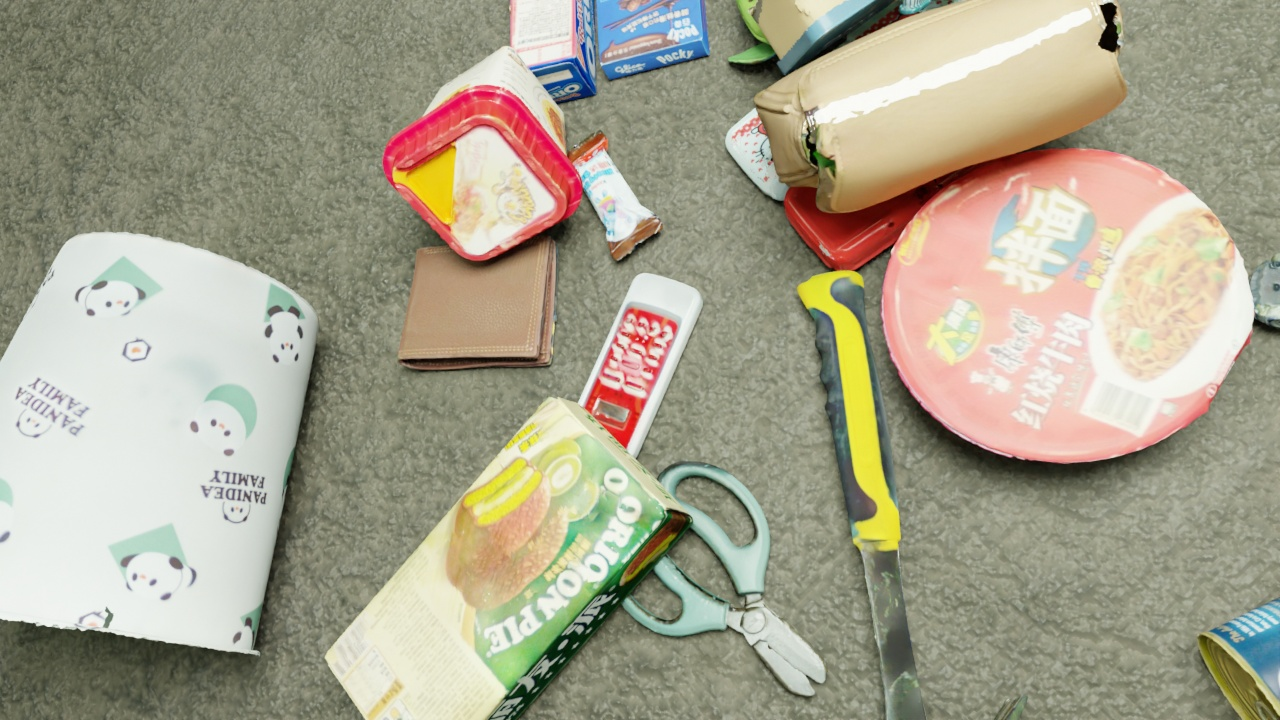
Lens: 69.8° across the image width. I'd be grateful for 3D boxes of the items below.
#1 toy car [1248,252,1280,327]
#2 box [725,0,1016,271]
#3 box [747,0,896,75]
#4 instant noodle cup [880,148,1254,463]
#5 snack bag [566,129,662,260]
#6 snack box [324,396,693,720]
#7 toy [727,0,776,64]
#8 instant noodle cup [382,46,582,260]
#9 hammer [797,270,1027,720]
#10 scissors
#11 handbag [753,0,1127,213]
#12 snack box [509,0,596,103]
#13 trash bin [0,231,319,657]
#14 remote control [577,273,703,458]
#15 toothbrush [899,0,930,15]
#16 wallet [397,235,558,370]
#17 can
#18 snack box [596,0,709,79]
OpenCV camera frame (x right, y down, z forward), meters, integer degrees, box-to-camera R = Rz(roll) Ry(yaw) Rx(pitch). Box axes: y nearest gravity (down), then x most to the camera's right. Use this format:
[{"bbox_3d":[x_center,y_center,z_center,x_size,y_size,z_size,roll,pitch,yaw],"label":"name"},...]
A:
[{"bbox_3d":[0.397,-0.035,0.521,0.091,0.034,0.043,8,79,23],"label":"toy car"},{"bbox_3d":[0.174,-0.170,0.637,0.201,0.038,0.157,-37,65,6],"label":"box"},{"bbox_3d":[0.148,-0.255,0.582,0.184,0.090,0.059,-37,94,-3],"label":"box"},{"bbox_3d":[0.247,-0.027,0.552,0.194,0.066,0.193,-6,71,17],"label":"instant noodle cup"},{"bbox_3d":[-0.024,-0.126,0.695,0.045,0.026,0.105,-33,67,5],"label":"snack bag"},{"bbox_3d":[-0.088,0.150,0.599,0.114,0.063,0.240,43,95,25],"label":"snack box"},{"bbox_3d":[0.138,-0.332,0.670,0.227,0.090,0.246,17,81,18],"label":"toy"},{"bbox_3d":[-0.110,-0.157,0.676,0.117,0.116,0.124,-25,38,23],"label":"instant noodle cup"},{"bbox_3d":[0.145,0.094,0.560,0.126,0.032,0.322,-6,68,5],"label":"hammer"},{"bbox_3d":[0.062,0.136,0.589,0.180,0.019,0.139,33,85,26],"label":"scissors"},{"bbox_3d":[0.174,-0.153,0.537,0.205,0.147,0.100,-19,105,15],"label":"handbag"},{"bbox_3d":[-0.073,-0.312,0.754,0.058,0.057,0.207,-7,71,14],"label":"snack box"},{"bbox_3d":[-0.353,0.062,0.648,0.230,0.229,0.251,2,69,19],"label":"trash bin"},{"bbox_3d":[-0.004,0.004,0.651,0.056,0.020,0.136,21,81,24],"label":"remote control"},{"bbox_3d":[0.209,-0.255,0.601,0.016,0.018,0.191,16,39,32],"label":"toothbrush"},{"bbox_3d":[-0.124,-0.044,0.703,0.125,0.032,0.101,-2,70,17],"label":"wallet"},{"bbox_3d":[0.354,0.146,0.456,0.111,0.075,0.075,-30,66,7],"label":"can"},{"bbox_3d":[0.007,-0.307,0.741,0.085,0.026,0.157,-9,71,16],"label":"snack box"}]
